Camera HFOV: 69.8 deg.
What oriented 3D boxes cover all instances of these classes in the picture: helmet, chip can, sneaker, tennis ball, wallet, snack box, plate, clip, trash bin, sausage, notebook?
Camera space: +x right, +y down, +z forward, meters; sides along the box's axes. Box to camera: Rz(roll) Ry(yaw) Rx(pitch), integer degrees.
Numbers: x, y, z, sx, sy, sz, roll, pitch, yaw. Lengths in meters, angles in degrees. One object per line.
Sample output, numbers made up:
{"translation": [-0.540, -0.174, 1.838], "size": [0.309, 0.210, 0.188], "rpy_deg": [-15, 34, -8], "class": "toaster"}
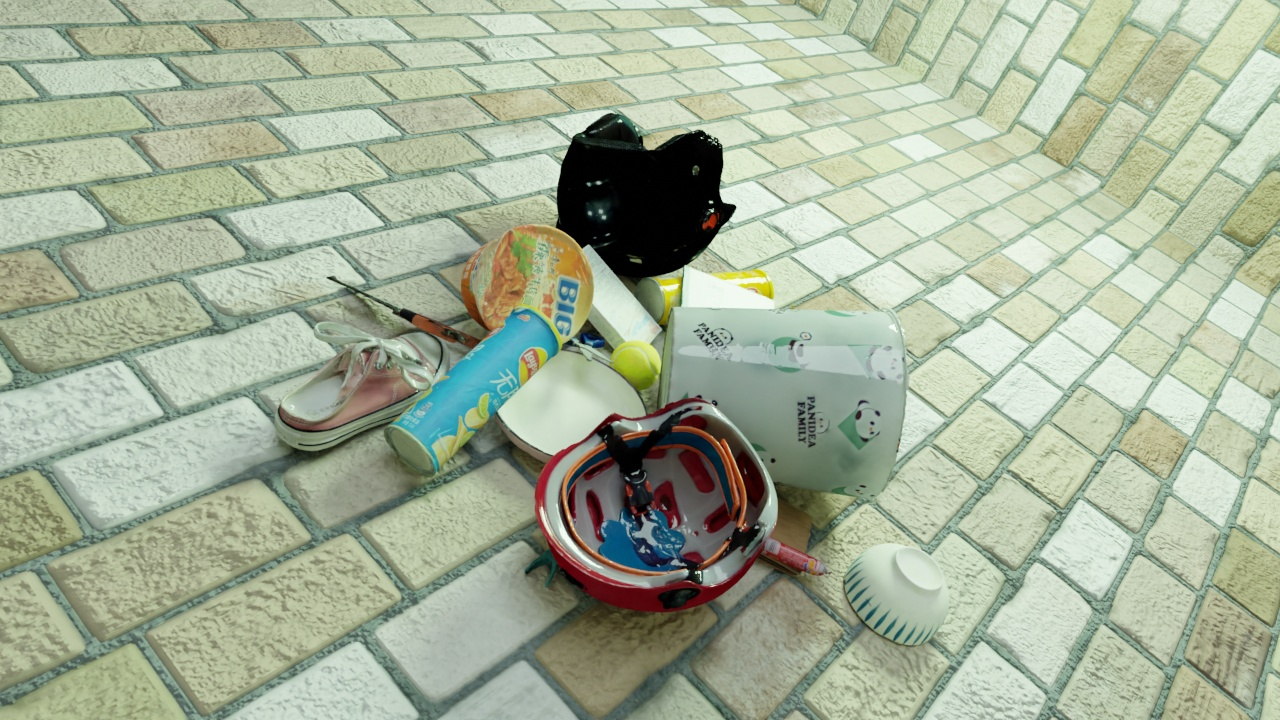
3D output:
{"translation": [0.004, -0.231, 1.338], "size": [0.274, 0.230, 0.233], "rpy_deg": [22, 7, -39], "class": "helmet"}
{"translation": [0.096, -0.093, 1.340], "size": [0.212, 0.072, 0.072], "rpy_deg": [-7, 46, -36], "class": "chip can"}
{"translation": [-0.283, 0.011, 0.979], "size": [0.118, 0.088, 0.240], "rpy_deg": [34, 32, 14], "class": "sneaker"}
{"translation": [-0.007, 0.007, 1.163], "size": [0.065, 0.066, 0.065], "rpy_deg": [15, 37, -12], "class": "tennis ball"}
{"translation": [0.010, 0.164, 0.916], "size": [0.239, 0.144, 0.206], "rpy_deg": [-14, 51, -20], "class": "helmet"}
{"translation": [0.140, 0.189, 1.057], "size": [0.115, 0.020, 0.101], "rpy_deg": [28, 37, 2], "class": "wallet"}
{"translation": [-0.044, -0.077, 1.231], "size": [0.157, 0.027, 0.084], "rpy_deg": [49, 37, -6], "class": "snack box"}
{"translation": [-0.175, 0.029, 0.983], "size": [0.071, 0.071, 0.209], "rpy_deg": [34, 56, 13], "class": "chip can"}
{"translation": [-0.086, 0.062, 1.072], "size": [0.192, 0.039, 0.192], "rpy_deg": [15, 37, -12], "class": "plate"}
{"translation": [-0.090, 0.201, 0.916], "size": [0.037, 0.013, 0.055], "rpy_deg": [32, 39, 10], "class": "clip"}
{"translation": [0.151, 0.039, 1.065], "size": [0.252, 0.230, 0.229], "rpy_deg": [6, 38, -2], "class": "trash bin"}
{"translation": [0.140, 0.204, 1.008], "size": [0.156, 0.020, 0.020], "rpy_deg": [26, 36, -4], "class": "sausage"}
{"translation": [0.119, -0.032, 1.248], "size": [0.150, 0.012, 0.208], "rpy_deg": [20, 47, -15], "class": "notebook"}

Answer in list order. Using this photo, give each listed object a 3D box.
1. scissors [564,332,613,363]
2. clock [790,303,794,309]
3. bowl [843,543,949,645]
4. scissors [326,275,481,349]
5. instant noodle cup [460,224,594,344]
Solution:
{"translation": [-0.064, -0.017, 1.148], "size": [0.170, 0.012, 0.144], "rpy_deg": [20, 12, 37], "class": "scissors"}
{"translation": [0.242, 0.005, 1.266], "size": [0.059, 0.117, 0.158], "rpy_deg": [-10, 45, -24], "class": "clock"}
{"translation": [0.295, 0.250, 1.024], "size": [0.116, 0.066, 0.116], "rpy_deg": [15, 37, -12], "class": "bowl"}
{"translation": [-0.267, -0.051, 1.092], "size": [0.189, 0.015, 0.224], "rpy_deg": [25, -1, -38], "class": "scissors"}
{"translation": [-0.148, -0.090, 1.125], "size": [0.151, 0.151, 0.111], "rpy_deg": [2, 4, -27], "class": "instant noodle cup"}
